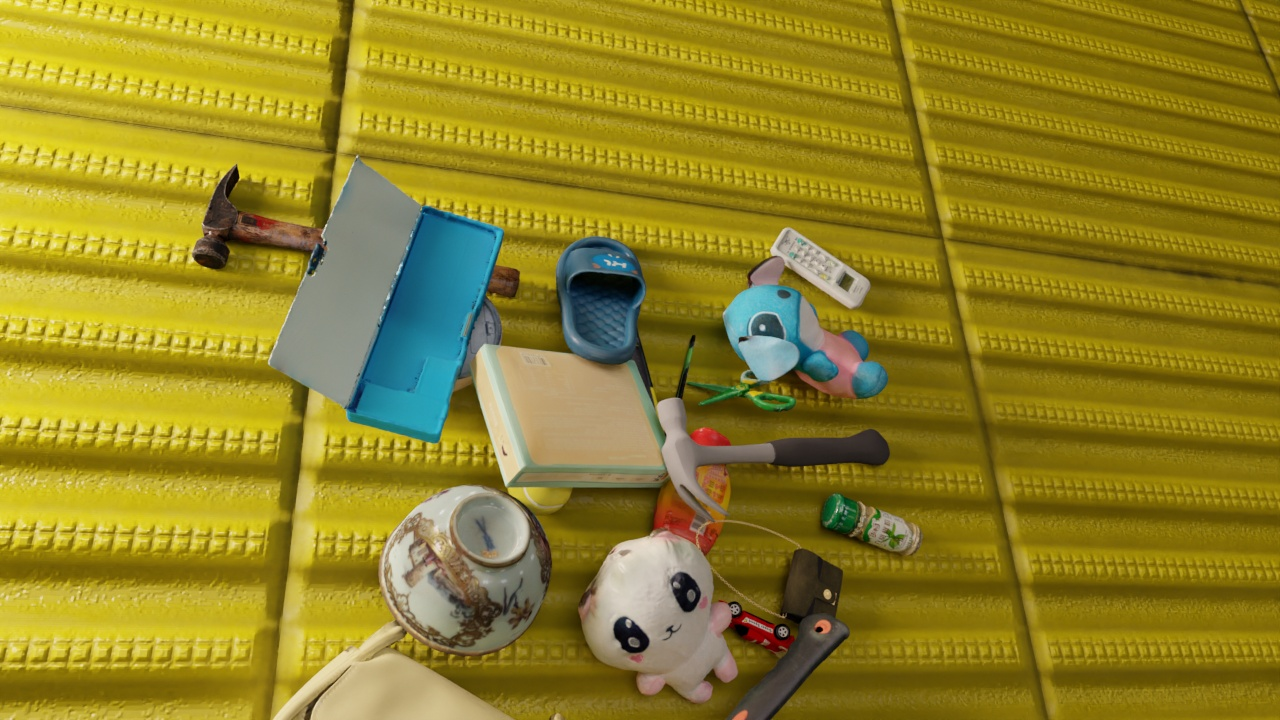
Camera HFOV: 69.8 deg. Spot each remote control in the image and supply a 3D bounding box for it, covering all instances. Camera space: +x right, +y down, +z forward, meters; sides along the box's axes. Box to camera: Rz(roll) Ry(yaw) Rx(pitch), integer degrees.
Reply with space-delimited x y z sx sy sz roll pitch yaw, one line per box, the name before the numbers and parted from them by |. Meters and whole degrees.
remote control | 0.227 -0.115 1.163 0.133 0.022 0.050 34 59 0

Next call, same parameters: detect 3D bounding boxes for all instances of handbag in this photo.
handbag | 0.132 0.214 0.945 0.178 0.028 0.083 31 58 -19
handbag | -0.191 0.335 0.771 0.233 0.089 0.190 30 56 -2

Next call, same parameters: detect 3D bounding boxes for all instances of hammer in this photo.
hammer | 0.076 0.350 0.834 0.133 0.033 0.332 24 52 41
hammer | -0.293 -0.125 0.992 0.330 0.033 0.119 11 61 -14
hammer | 0.158 0.103 0.995 0.310 0.030 0.125 2 66 -33

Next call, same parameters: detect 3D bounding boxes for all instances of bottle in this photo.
bottle | 0.059 0.137 0.970 0.071 0.049 0.134 24 60 -8
bottle | 0.257 0.184 1.018 0.110 0.043 0.042 22 60 -9

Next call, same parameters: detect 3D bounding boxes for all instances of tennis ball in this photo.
tennis ball | -0.100 0.122 0.915 0.065 0.065 0.065 7 63 -15

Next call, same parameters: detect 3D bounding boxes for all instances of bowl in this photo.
bowl | -0.148 0.175 0.835 0.159 0.094 0.159 15 47 -17

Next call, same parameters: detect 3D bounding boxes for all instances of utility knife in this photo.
utility knife | -0.006 0.006 1.030 0.028 0.020 0.174 -5 66 -23

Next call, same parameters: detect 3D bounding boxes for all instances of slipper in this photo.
slipper | -0.043 -0.077 1.009 0.103 0.059 0.213 14 39 -10

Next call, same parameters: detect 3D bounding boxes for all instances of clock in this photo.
clock | -0.224 -0.021 0.948 0.157 0.059 0.116 -3 65 -20

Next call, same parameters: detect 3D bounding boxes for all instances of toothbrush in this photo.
toothbrush | 0.042 0.050 1.028 0.017 0.014 0.187 27 59 -19

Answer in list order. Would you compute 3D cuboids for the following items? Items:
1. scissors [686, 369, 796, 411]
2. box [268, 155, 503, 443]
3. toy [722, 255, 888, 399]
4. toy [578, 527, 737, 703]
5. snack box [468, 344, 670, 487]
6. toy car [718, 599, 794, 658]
scissors | 0.115 0.031 1.041 0.127 0.012 0.122 10 26 13
box | -0.242 -0.056 0.891 0.175 0.060 0.243 26 58 -23
toy | 0.187 -0.030 1.068 0.191 0.099 0.223 25 30 -10
toy | 0.023 0.252 0.880 0.138 0.101 0.179 -39 99 -8
snack box | -0.064 0.057 0.920 0.193 0.044 0.141 7 49 -41
toy car | 0.112 0.270 0.928 0.089 0.038 0.025 26 62 -5
